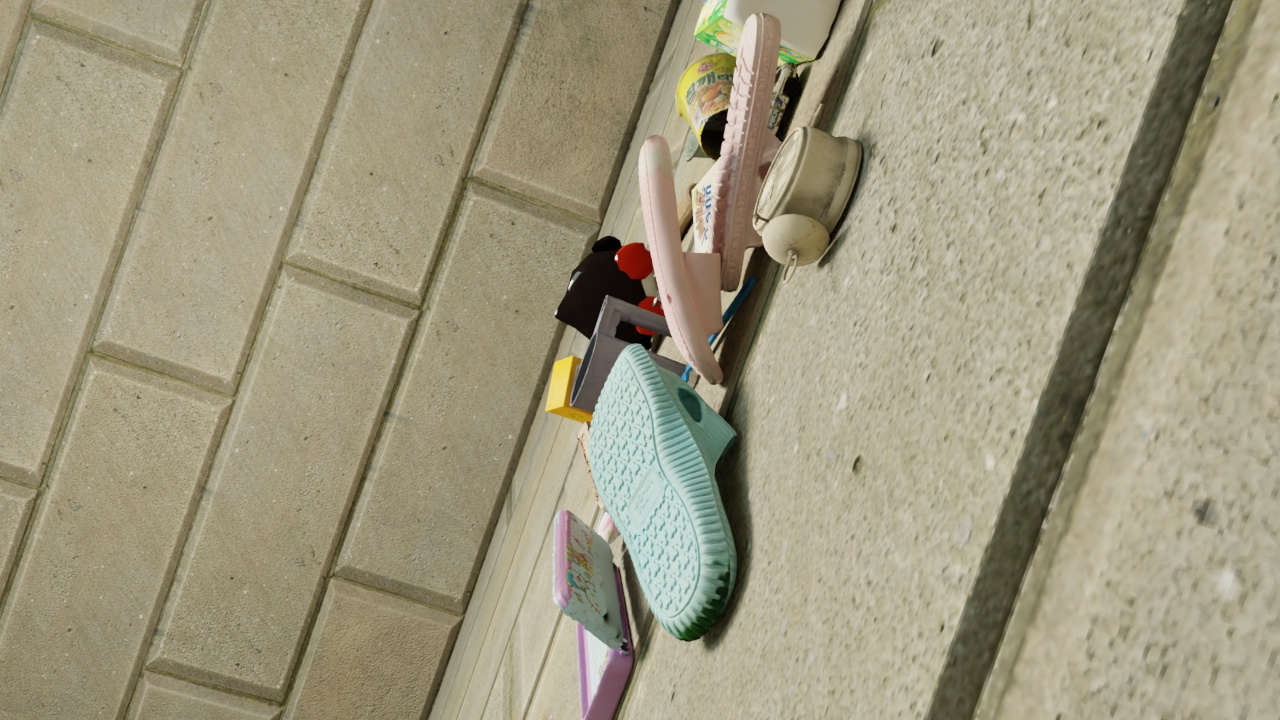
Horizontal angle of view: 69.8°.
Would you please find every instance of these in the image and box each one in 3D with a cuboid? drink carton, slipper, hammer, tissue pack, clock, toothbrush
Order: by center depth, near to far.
[{"bbox_3d":[0.112,-0.111,0.660,0.093,0.054,0.140,122,167,-55],"label":"clock"},{"bbox_3d":[0.024,0.094,0.699,0.116,0.069,0.276,-57,31,23],"label":"slipper"},{"bbox_3d":[0.106,-0.173,0.798,0.094,0.064,0.239,-104,19,-71],"label":"slipper"},{"bbox_3d":[0.039,-0.087,0.803,0.107,0.055,0.221,-127,23,-85],"label":"slipper"},{"bbox_3d":[0.070,-0.018,0.867,0.016,0.014,0.167,-80,17,-47],"label":"toothbrush"},{"bbox_3d":[0.136,-0.382,0.922,0.197,0.120,0.141,-124,55,-71],"label":"tissue pack"},{"bbox_3d":[-0.040,0.044,1.032,0.040,0.122,0.058,-18,57,53],"label":"drink carton"},{"bbox_3d":[0.030,-0.163,1.340,0.306,0.040,0.132,126,158,-60],"label":"hammer"}]

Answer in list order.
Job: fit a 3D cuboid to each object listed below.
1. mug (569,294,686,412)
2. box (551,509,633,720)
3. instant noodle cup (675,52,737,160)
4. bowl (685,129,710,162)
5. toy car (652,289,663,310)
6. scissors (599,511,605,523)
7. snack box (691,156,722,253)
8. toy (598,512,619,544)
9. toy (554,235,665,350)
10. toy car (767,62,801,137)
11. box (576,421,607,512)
[{"bbox_3d":[-0.006,0.006,0.962,0.084,0.104,0.123,141,148,-74],"label":"mug"},{"bbox_3d":[-0.045,0.230,0.863,0.214,0.062,0.140,-114,10,-77],"label":"box"},{"bbox_3d":[0.092,-0.277,1.028,0.108,0.102,0.102,-95,24,-49],"label":"instant noodle cup"},{"bbox_3d":[0.107,-0.330,1.204,0.157,0.038,0.157,-162,91,-81],"label":"bowl"},{"bbox_3d":[0.042,-0.069,1.029,0.092,0.040,0.037,-144,76,-78],"label":"toy car"},{"bbox_3d":[-0.023,0.145,1.070,0.113,0.013,0.140,128,158,-57],"label":"scissors"},{"bbox_3d":[0.084,-0.158,0.940,0.150,0.026,0.082,149,119,-77],"label":"snack box"},{"bbox_3d":[-0.022,0.135,0.995,0.125,0.037,0.076,-86,23,-49],"label":"toy"},{"bbox_3d":[-0.037,-0.080,1.235,0.184,0.140,0.159,-42,-65,-86],"label":"toy"},{"bbox_3d":[0.123,-0.239,0.906,0.048,0.040,0.113,-119,49,-80],"label":"toy car"},{"bbox_3d":[-0.021,0.102,0.915,0.187,0.076,0.055,-122,11,-68],"label":"box"}]
